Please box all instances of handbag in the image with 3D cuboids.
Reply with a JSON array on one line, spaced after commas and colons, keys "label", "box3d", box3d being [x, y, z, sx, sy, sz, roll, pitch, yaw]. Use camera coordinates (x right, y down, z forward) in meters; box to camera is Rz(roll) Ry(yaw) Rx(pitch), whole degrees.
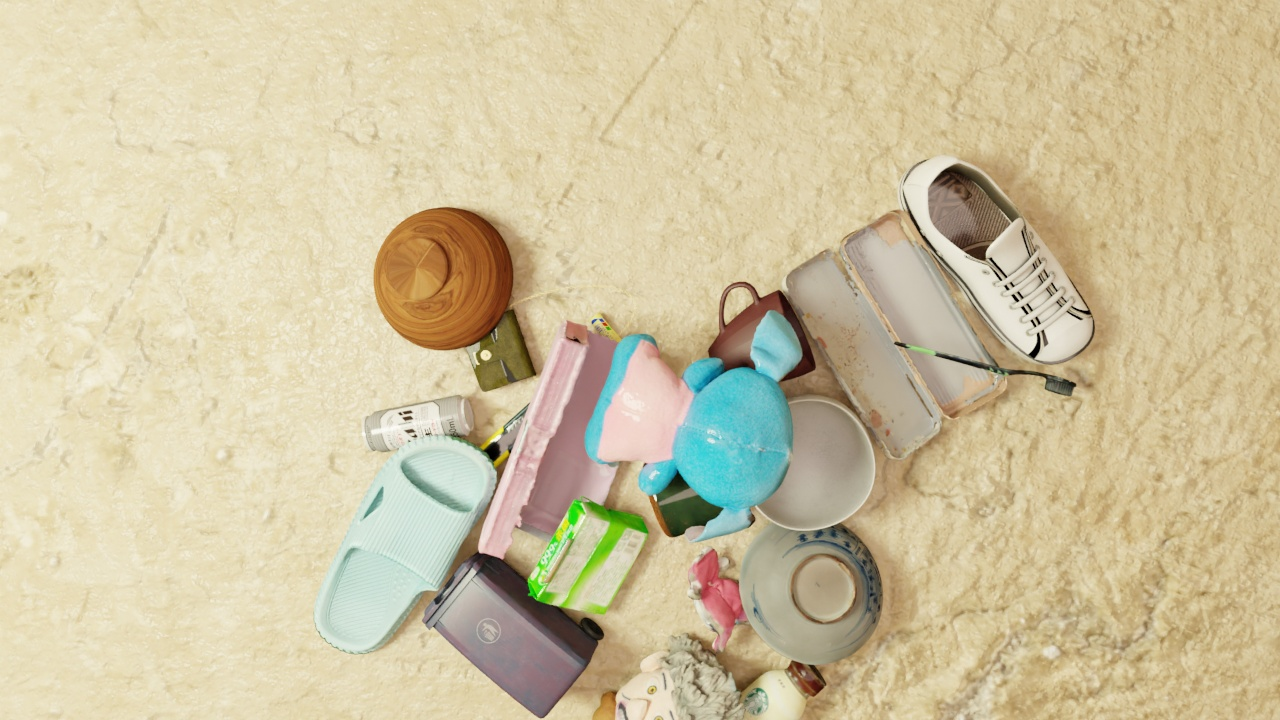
[{"label": "handbag", "box3d": [-0.090, -0.029, 0.935, 0.178, 0.027, 0.084, -19, 92, 8]}]

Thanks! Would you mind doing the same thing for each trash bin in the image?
[{"label": "trash bin", "box3d": [-0.131, 0.272, 0.932, 0.161, 0.092, 0.094, 39, 94, 4]}]

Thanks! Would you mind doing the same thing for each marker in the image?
[{"label": "marker", "box3d": [-0.006, 0.006, 0.946, 0.014, 0.014, 0.132, -40, 91, 4]}]

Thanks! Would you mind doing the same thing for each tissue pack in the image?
[{"label": "tissue pack", "box3d": [-0.053, 0.200, 0.926, 0.099, 0.034, 0.114, 27, 96, -40]}]

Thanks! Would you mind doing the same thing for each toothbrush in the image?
[{"label": "toothbrush", "box3d": [0.336, 0.007, 0.893, 0.188, 0.014, 0.017, 13, 82, -5]}]

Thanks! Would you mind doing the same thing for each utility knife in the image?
[{"label": "utility knife", "box3d": [-0.113, 0.058, 0.953, 0.198, 0.020, 0.029, -43, 92, 3]}]

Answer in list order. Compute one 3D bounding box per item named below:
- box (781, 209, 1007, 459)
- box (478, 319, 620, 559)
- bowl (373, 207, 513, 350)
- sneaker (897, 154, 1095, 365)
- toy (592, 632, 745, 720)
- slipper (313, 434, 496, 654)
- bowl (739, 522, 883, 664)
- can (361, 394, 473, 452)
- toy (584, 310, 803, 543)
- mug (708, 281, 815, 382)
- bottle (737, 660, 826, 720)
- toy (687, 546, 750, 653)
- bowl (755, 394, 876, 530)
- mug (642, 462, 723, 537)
[{"label": "box", "box3d": [0.251, -0.027, 0.913, 0.157, 0.063, 0.216, -33, 92, -16]}, {"label": "box", "box3d": [-0.066, 0.089, 0.906, 0.115, 0.099, 0.233, 20, 100, -7]}, {"label": "bowl", "box3d": [-0.207, -0.085, 0.908, 0.147, 0.069, 0.147, -1, 86, 12]}, {"label": "sneaker", "box3d": [0.351, -0.101, 0.882, 0.091, 0.097, 0.245, -37, 90, 4]}, {"label": "toy", "box3d": [0.020, 0.351, 0.927, 0.176, 0.132, 0.076, -29, 136, 20]}, {"label": "slipper", "box3d": [-0.249, 0.194, 0.928, 0.116, 0.069, 0.276, 33, 102, -3]}, {"label": "bowl", "box3d": [0.175, 0.226, 0.910, 0.150, 0.057, 0.150, 0, 77, -2]}, {"label": "can", "box3d": [-0.229, 0.066, 0.945, 0.106, 0.044, 0.044, -11, 93, 3]}, {"label": "toy", "box3d": [0.051, 0.047, 0.834, 0.191, 0.099, 0.224, 20, 92, 14]}, {"label": "mug", "box3d": [0.108, -0.024, 0.904, 0.088, 0.087, 0.114, -25, 109, 17]}, {"label": "bottle", "box3d": [0.116, 0.367, 0.940, 0.162, 0.056, 0.056, -41, 91, 4]}, {"label": "toy", "box3d": [0.076, 0.241, 0.943, 0.065, 0.050, 0.102, -32, 100, -30]}, {"label": "bowl", "box3d": [0.164, 0.098, 0.916, 0.132, 0.064, 0.132, 1, 96, 7]}, {"label": "mug", "box3d": [0.047, 0.115, 0.910, 0.081, 0.084, 0.111, -20, 113, 5]}]
